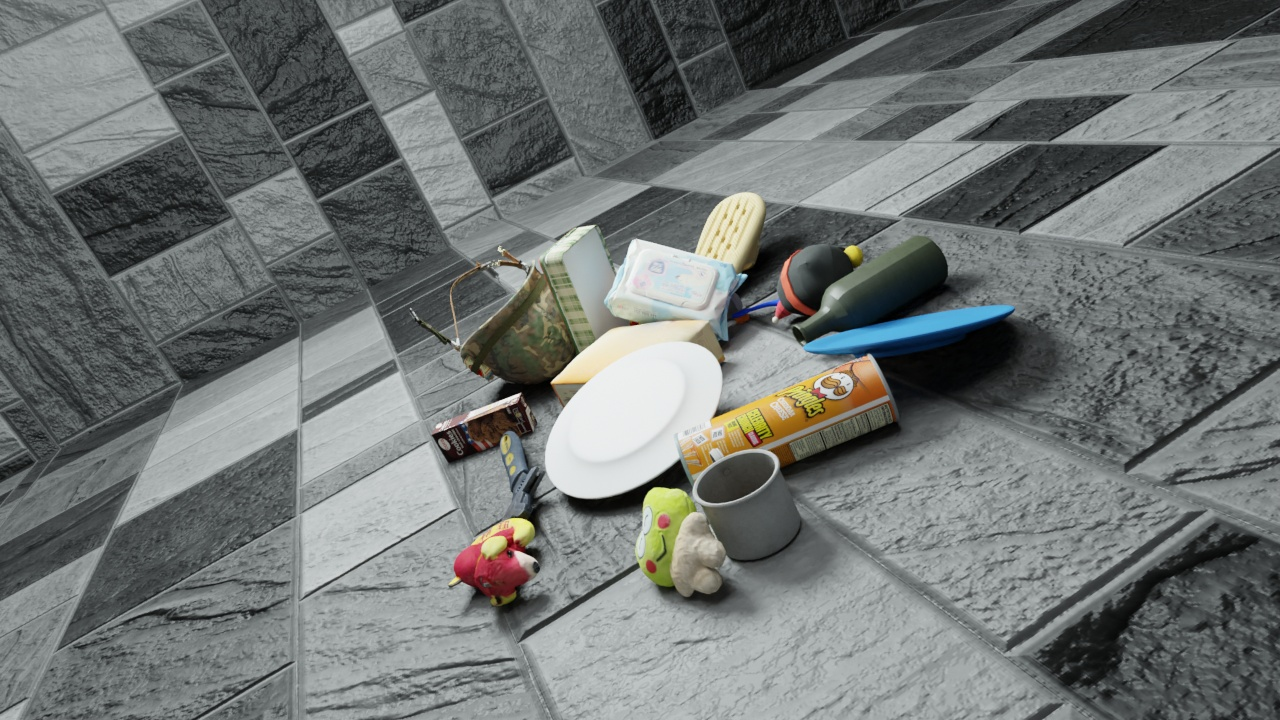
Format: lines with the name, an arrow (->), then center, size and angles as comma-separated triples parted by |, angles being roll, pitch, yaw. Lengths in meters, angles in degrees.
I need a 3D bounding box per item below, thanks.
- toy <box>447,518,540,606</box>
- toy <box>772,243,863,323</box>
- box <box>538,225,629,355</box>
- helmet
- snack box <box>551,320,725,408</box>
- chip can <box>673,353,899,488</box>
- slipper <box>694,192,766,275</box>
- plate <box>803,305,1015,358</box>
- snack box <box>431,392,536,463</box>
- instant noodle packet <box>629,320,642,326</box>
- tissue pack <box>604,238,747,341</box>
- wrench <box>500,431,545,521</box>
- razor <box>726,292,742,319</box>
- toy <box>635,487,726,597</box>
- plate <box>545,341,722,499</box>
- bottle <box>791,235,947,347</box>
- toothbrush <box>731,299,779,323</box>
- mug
toy -> -0.157, 0.211, 0.971 | 0.105, 0.067, 0.137 | -32, 14, -7
toy -> 0.230, -0.101, 1.231 | 0.119, 0.099, 0.097 | -36, 48, 57
box -> -0.075, -0.093, 1.396 | 0.050, 0.206, 0.117 | -3, 32, 33
helmet -> -0.213, -0.064, 1.453 | 0.192, 0.236, 0.225 | -55, 17, -26
snack box -> -0.007, 0.007, 1.252 | 0.196, 0.081, 0.144 | -3, 31, 46
chip can -> 0.147, 0.069, 0.937 | 0.215, 0.075, 0.075 | -23, 21, 7
slipper -> 0.149, -0.168, 1.507 | 0.112, 0.079, 0.260 | -8, 46, 39
plate -> 0.292, -0.026, 1.005 | 0.224, 0.024, 0.224 | -12, 4, 1
snack box -> -0.226, 0.098, 1.328 | 0.141, 0.051, 0.031 | -20, 21, 14
instant noodle packet -> 0.023, -0.084, 1.402 | 0.099, 0.039, 0.135 | -34, 34, 30
tissue pack -> 0.052, -0.099, 1.307 | 0.182, 0.070, 0.111 | 15, 63, 13
wrench -> -0.157, 0.142, 1.169 | 0.073, 0.022, 0.273 | -55, 19, 3
razor -> 0.086, -0.052, 1.351 | 0.088, 0.047, 0.116 | -3, 38, 45
toy -> 0.036, 0.167, 0.830 | 0.046, 0.092, 0.115 | 6, 11, -35
plate -> -0.014, 0.061, 1.084 | 0.243, 0.016, 0.242 | -25, 34, 18
bottle -> 0.282, -0.079, 1.142 | 0.206, 0.071, 0.071 | -30, 21, -12
toothbrush -> 0.218, -0.086, 1.314 | 0.183, 0.018, 0.016 | -16, 23, 16
mug -> 0.096, 0.128, 0.860 | 0.084, 0.070, 0.113 | -27, 21, -4
